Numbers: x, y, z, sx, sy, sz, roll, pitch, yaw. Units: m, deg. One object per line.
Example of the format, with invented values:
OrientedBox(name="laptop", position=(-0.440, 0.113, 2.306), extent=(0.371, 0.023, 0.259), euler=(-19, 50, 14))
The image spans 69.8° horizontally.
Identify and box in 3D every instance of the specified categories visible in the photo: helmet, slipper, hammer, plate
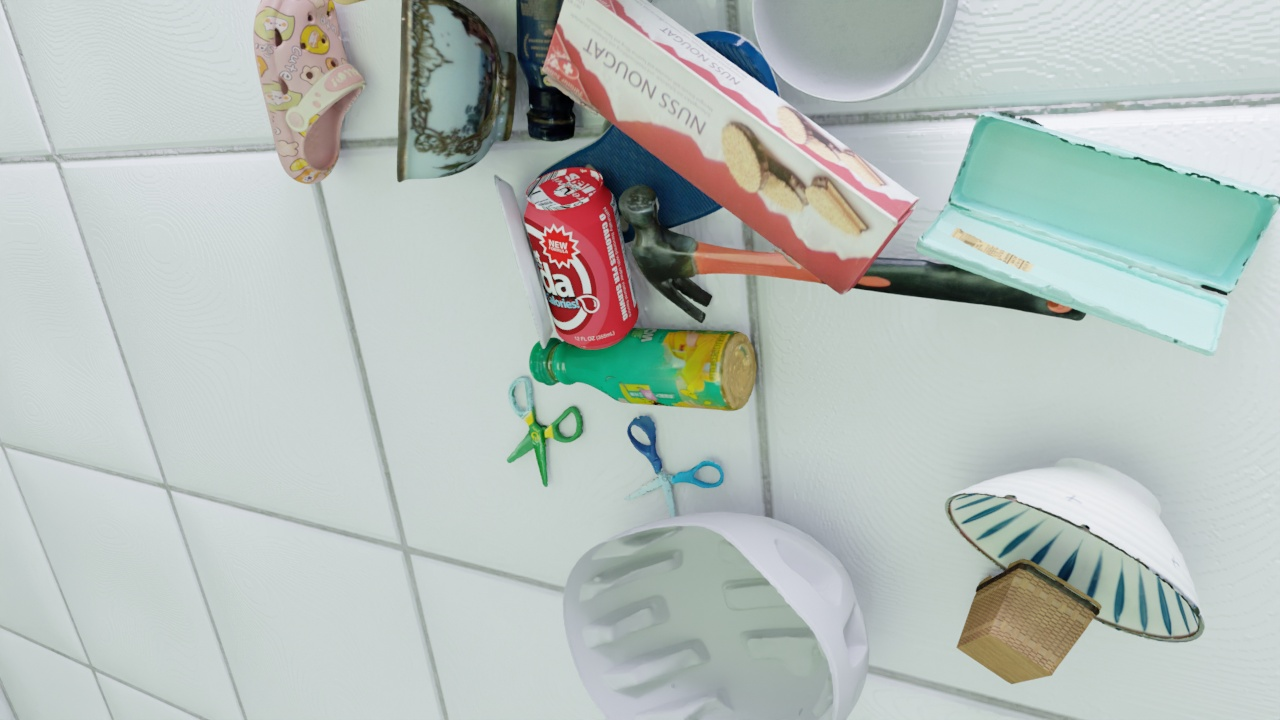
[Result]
OrientedBox(name="helmet", position=(0.059, 0.245, 0.808), extent=(0.283, 0.183, 0.224), euler=(-19, 86, 23))
OrientedBox(name="slipper", position=(0.013, -0.163, 0.738), extent=(0.296, 0.060, 0.118), euler=(-21, 105, 50))
OrientedBox(name="slipper", position=(-0.308, -0.262, 0.878), extent=(0.081, 0.093, 0.198), euler=(14, 119, 15))
OrientedBox(name="hammer", position=(0.152, -0.065, 0.685), extent=(0.334, 0.033, 0.133), euler=(8, 147, 23))
OrientedBox(name="plate", position=(-0.101, -0.087, 0.804), extent=(0.014, 0.157, 0.157), euler=(-15, 106, -5))

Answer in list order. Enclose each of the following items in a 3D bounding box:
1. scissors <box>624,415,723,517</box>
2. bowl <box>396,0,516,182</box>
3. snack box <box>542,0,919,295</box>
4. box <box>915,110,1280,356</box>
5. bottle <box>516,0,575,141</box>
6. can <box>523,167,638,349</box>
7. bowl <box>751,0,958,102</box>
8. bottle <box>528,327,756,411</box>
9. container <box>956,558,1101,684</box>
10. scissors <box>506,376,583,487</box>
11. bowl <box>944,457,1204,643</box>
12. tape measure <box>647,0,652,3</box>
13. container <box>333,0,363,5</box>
OrientedBox(name="scissors", position=(0.021, 0.106, 0.885), extent=(0.129, 0.014, 0.128), euler=(52, 132, -3))
OrientedBox(name="bowl", position=(-0.156, -0.228, 0.777), extent=(0.094, 0.159, 0.160), euler=(2, 121, -14))
OrientedBox(name="snack box", position=(0.053, -0.155, 0.624), extent=(0.273, 0.044, 0.077), euler=(39, 138, 9))
OrientedBox(name="box", position=(0.285, -0.087, 0.583), extent=(0.187, 0.109, 0.078), euler=(26, 141, 23))
OrientedBox(name="bottle", position=(-0.072, -0.261, 0.744), extent=(0.056, 0.056, 0.161), euler=(18, 122, 25))
OrientedBox(name="can", position=(-0.048, -0.082, 0.763), extent=(0.074, 0.074, 0.143), euler=(12, 134, 28))
OrientedBox(name="bowl", position=(0.146, -0.242, 0.609), extent=(0.132, 0.064, 0.132), euler=(14, 118, 27))
OrientedBox(name="bottle", position=(-0.005, 0.005, 0.817), extent=(0.210, 0.067, 0.068), euler=(3, 113, 32))
OrientedBox(name="container", position=(0.286, 0.201, 0.694), extent=(0.063, 0.061, 0.114), euler=(32, 161, 15))
OrientedBox(name="scissors", position=(-0.111, 0.071, 0.951), extent=(0.128, 0.012, 0.121), euler=(-39, 87, 37))
OrientedBox(name="bowl", position=(0.313, 0.118, 0.647), extent=(0.177, 0.070, 0.177), euler=(33, 165, 10))
OrientedBox(name="tape measure", position=(-0.008, -0.309, 0.704), extent=(0.060, 0.020, 0.062), euler=(38, 126, 19))
OrientedBox(name="container", position=(-0.190, -0.389, 0.715), extent=(0.184, 0.128, 0.167), euler=(-6, 115, 33))
